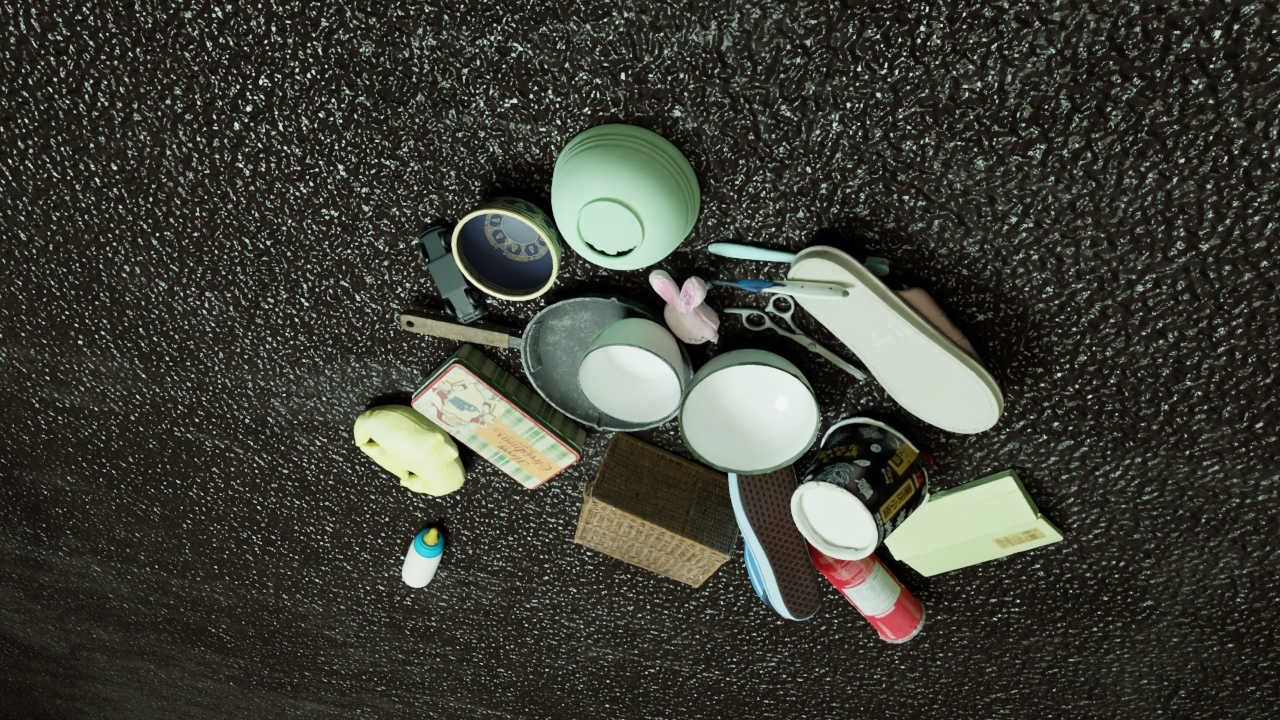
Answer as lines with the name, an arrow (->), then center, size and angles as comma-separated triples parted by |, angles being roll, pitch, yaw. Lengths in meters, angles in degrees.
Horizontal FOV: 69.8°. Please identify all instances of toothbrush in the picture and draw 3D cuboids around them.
toothbrush -> 0.157, -0.104, 0.921 | 0.181, 0.016, 0.016 | 8, 135, 12
toothbrush -> 0.122, -0.072, 0.921 | 0.189, 0.016, 0.017 | 8, 149, 37

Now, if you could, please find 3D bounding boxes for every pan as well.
pan -> -0.111, -0.018, 1.064 | 0.357, 0.040, 0.208 | 14, 134, 5

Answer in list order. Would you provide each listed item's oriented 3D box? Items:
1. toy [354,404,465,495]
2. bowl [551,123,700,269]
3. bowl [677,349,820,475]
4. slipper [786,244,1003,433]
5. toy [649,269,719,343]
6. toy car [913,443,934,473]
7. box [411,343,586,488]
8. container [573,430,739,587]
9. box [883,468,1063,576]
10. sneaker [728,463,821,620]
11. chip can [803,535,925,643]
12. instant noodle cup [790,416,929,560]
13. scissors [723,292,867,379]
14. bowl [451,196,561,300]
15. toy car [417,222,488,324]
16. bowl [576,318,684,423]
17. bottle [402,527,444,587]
toy -> -0.302, 0.123, 1.233 | 0.155, 0.064, 0.170 | -19, 124, 37
bowl -> -0.022, -0.146, 0.894 | 0.151, 0.076, 0.151 | 9, 133, 10
bowl -> 0.120, 0.048, 1.020 | 0.153, 0.072, 0.154 | 3, 124, 4
slipper -> 0.261, -0.025, 0.923 | 0.274, 0.054, 0.114 | 40, 146, -14
toy -> 0.049, -0.052, 0.966 | 0.063, 0.047, 0.110 | 21, 153, 35
toy car -> 0.303, 0.131, 1.080 | 0.042, 0.036, 0.091 | 34, 138, -15
box -> -0.178, 0.075, 1.163 | 0.205, 0.049, 0.118 | 40, 131, -21
container -> 0.022, 0.194, 1.166 | 0.198, 0.113, 0.113 | 23, 137, -3
box -> 0.397, 0.209, 1.120 | 0.188, 0.043, 0.141 | -26, 122, 34
sneaker -> 0.144, 0.195, 1.117 | 0.098, 0.083, 0.241 | -7, 100, 66
chip can -> 0.278, 0.273, 1.190 | 0.073, 0.073, 0.233 | -27, 119, 34
instant noodle cup -> 0.241, 0.151, 1.031 | 0.137, 0.112, 0.137 | 23, 132, 28
scissors -> 0.169, -0.019, 0.995 | 0.095, 0.014, 0.170 | -26, 117, 32
bowl -> -0.132, -0.125, 0.955 | 0.112, 0.061, 0.113 | 9, 133, 9
toy car -> -0.205, -0.096, 1.011 | 0.046, 0.034, 0.112 | -21, 98, 30
bowl -> -0.006, 0.006, 0.985 | 0.116, 0.065, 0.116 | 8, 133, 9
bottle -> -0.330, 0.295, 1.406 | 0.051, 0.051, 0.147 | 24, 134, -6
